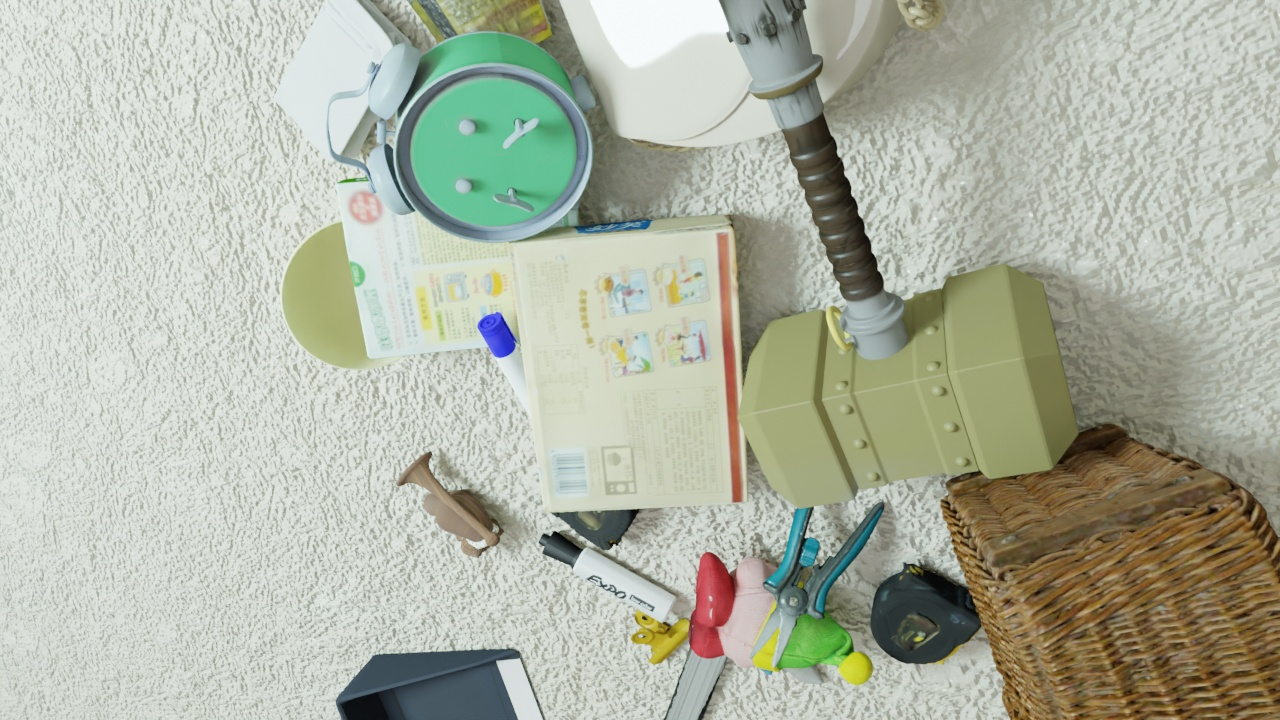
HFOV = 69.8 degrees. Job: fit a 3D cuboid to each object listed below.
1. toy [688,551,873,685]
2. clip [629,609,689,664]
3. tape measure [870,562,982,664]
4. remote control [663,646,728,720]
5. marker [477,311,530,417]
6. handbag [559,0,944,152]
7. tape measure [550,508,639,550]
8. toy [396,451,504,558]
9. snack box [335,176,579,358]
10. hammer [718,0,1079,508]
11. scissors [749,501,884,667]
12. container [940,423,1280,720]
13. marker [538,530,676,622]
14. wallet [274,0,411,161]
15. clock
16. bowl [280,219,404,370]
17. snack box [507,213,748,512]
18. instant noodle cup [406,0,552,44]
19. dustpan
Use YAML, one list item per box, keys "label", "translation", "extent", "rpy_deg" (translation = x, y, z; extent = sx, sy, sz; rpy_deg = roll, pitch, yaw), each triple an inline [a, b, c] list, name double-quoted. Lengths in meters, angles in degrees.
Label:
- label: "toy"
  translation: [0.104, 0.214, 0.709]
  extent: [0.131, 0.096, 0.124]
  rpy_deg: [5, 120, -3]
- label: "clip"
  translation: [0.012, 0.236, 0.782]
  extent: [0.046, 0.035, 0.053]
  rpy_deg: [36, 120, -5]
- label: "tape measure"
  translation: [0.209, 0.192, 0.685]
  extent: [0.071, 0.042, 0.072]
  rpy_deg: [27, 120, 5]
- label: "remote control"
  translation: [0.045, 0.293, 0.802]
  extent: [0.033, 0.013, 0.137]
  rpy_deg: [21, 115, 10]
- label: "marker"
  translation: [-0.087, 0.021, 0.705]
  extent: [0.020, 0.020, 0.142]
  rpy_deg: [-4, 134, 22]
- label: "handbag"
  translation: [0.050, -0.241, 0.548]
  extent: [0.209, 0.103, 0.211]
  rpy_deg: [-14, 105, 33]
- label: "tape measure"
  translation: [-0.033, 0.117, 0.745]
  extent: [0.067, 0.038, 0.063]
  rpy_deg: [40, 118, 2]
- label: "toy"
  translation: [-0.160, 0.130, 0.795]
  extent: [0.102, 0.041, 0.055]
  rpy_deg: [39, 158, 13]
- label: "snack box"
  translation: [-0.126, -0.074, 0.675]
  extent: [0.168, 0.027, 0.132]
  rpy_deg: [-6, 111, -4]
- label: "hammer"
  translation: [0.117, -0.075, 0.527]
  extent: [0.191, 0.100, 0.325]
  rpy_deg: [-14, 122, 24]
- label: "scissors"
  translation: [0.125, 0.148, 0.674]
  extent: [0.122, 0.019, 0.149]
  rpy_deg: [-9, 76, 1]
- label: "container"
  translation: [0.278, 0.150, 0.526]
  extent: [0.162, 0.249, 0.183]
  rpy_deg: [-23, 91, 11]
- label: "marker"
  translation: [-0.030, 0.181, 0.778]
  extent: [0.126, 0.025, 0.025]
  rpy_deg: [27, 117, 8]
- label: "wallet"
  translation: [-0.222, -0.215, 0.689]
  extent: [0.086, 0.032, 0.116]
  rpy_deg: [50, 121, 8]
- label: "clock"
  translation: [-0.113, -0.139, 0.578]
  extent: [0.161, 0.075, 0.122]
  rpy_deg: [1, 130, -15]
- label: "bowl"
  translation: [-0.226, -0.059, 0.721]
  extent: [0.074, 0.117, 0.118]
  rpy_deg: [30, 129, 56]
- label: "snack box"
  translation: [-0.004, 0.004, 0.660]
  extent: [0.153, 0.055, 0.207]
  rpy_deg: [-4, 110, 5]
- label: "instant noodle cup"
  translation: [-0.112, -0.249, 0.602]
  extent: [0.102, 0.102, 0.108]
  rpy_deg: [-19, 111, 26]
- label: "dustpan"
  translation: [-0.218, 0.413, 0.909]
  extent: [0.274, 0.080, 0.236]
  rpy_deg: [-10, 107, 23]
